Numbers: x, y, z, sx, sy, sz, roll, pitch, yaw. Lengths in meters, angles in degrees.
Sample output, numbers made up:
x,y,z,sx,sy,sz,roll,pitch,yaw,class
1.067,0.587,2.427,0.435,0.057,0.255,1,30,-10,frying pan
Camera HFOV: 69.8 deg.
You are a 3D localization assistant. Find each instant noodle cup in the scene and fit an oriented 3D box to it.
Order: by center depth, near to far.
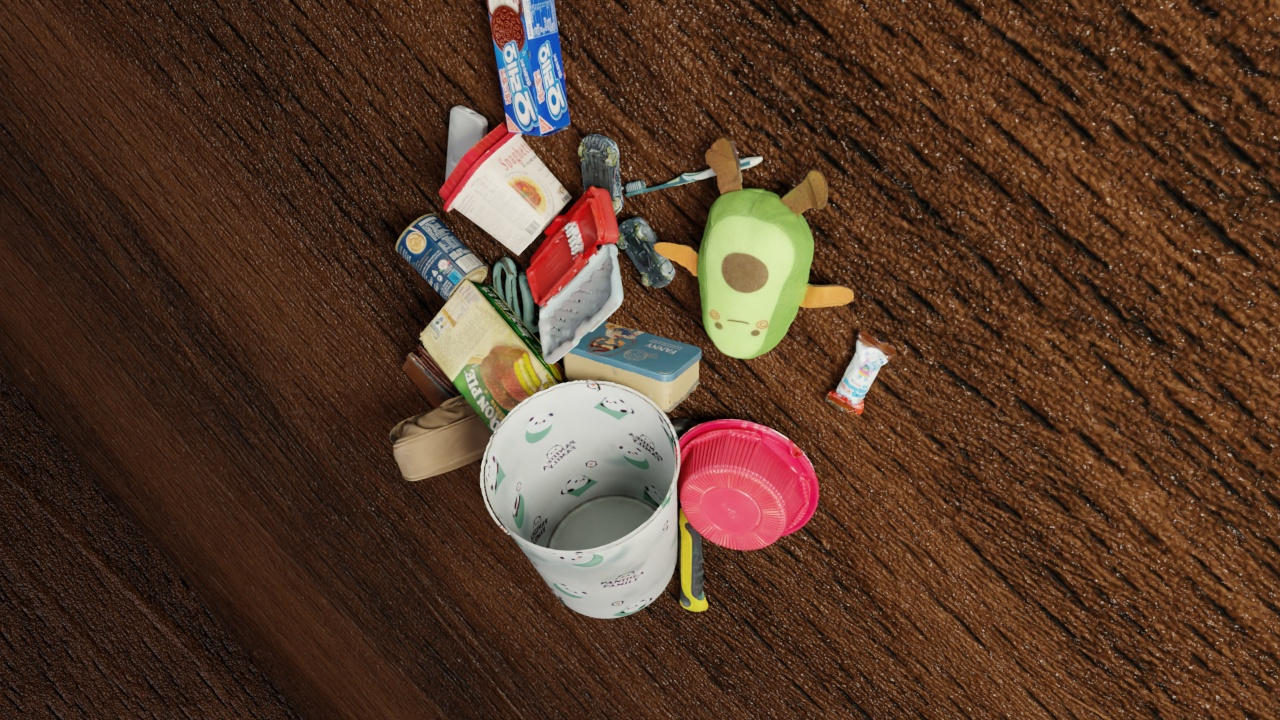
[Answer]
x,y,z,sx,sy,sz,roll,pitch,yaw,class
-0.163,-0.207,1.134,0.124,0.116,0.117,44,136,-8,instant noodle cup
0.120,0.168,1.141,0.194,0.065,0.194,11,127,15,instant noodle cup

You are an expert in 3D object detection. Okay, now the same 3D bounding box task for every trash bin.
x,y,z,sx,sy,sz,roll,pitch,yaw,class
-0.055,0.188,1.142,0.230,0.229,0.252,26,152,24,trash bin

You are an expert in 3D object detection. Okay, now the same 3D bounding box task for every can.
x,y,z,sx,sy,sz,roll,pitch,yaw,class
-0.276,-0.140,1.282,0.111,0.075,0.076,45,135,6,can

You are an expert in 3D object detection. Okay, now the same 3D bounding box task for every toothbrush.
x,y,z,sx,sy,sz,roll,pitch,yaw,class
0.054,-0.207,1.023,0.192,0.016,0.018,-6,102,41,toothbrush

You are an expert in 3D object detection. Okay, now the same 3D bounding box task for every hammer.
x,y,z,sx,sy,sz,roll,pitch,yaw,class
0.067,0.220,1.270,0.126,0.031,0.324,17,126,30,hammer

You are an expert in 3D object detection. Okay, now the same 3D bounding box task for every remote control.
x,y,z,sx,sy,sz,roll,pitch,yaw,class
-0.229,-0.265,1.206,0.056,0.020,0.136,30,131,19,remote control

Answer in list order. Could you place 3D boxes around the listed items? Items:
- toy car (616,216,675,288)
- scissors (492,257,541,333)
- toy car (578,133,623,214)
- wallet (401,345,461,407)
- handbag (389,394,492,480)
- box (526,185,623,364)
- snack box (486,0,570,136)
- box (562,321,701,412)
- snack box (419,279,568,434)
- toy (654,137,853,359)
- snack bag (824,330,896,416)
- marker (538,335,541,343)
x,y,z,sx,sy,sz,roll,pitch,yaw,class
0.008,-0.129,1.095,0.043,0.034,0.090,-27,100,42,toy car
-0.157,-0.053,1.268,0.139,0.019,0.180,17,124,44,scissors
-0.044,-0.217,1.080,0.049,0.031,0.106,25,140,26,toy car
-0.329,0.033,1.444,0.101,0.032,0.125,49,157,-3,wallet
-0.267,0.103,1.345,0.148,0.204,0.100,-13,97,56,handbag
-0.080,-0.098,1.112,0.202,0.037,0.157,-37,62,53,box
-0.128,-0.362,1.040,0.058,0.057,0.208,15,125,34,snack box
-0.007,0.007,1.155,0.184,0.089,0.060,13,123,29,box
-0.186,0.011,1.228,0.115,0.063,0.240,-49,67,14,snack box
0.120,-0.103,0.983,0.227,0.089,0.247,20,128,24,toy
0.241,0.015,1.006,0.045,0.026,0.106,35,131,20,snack bag
-0.119,-0.068,1.245,0.022,0.018,0.131,29,132,10,marker
